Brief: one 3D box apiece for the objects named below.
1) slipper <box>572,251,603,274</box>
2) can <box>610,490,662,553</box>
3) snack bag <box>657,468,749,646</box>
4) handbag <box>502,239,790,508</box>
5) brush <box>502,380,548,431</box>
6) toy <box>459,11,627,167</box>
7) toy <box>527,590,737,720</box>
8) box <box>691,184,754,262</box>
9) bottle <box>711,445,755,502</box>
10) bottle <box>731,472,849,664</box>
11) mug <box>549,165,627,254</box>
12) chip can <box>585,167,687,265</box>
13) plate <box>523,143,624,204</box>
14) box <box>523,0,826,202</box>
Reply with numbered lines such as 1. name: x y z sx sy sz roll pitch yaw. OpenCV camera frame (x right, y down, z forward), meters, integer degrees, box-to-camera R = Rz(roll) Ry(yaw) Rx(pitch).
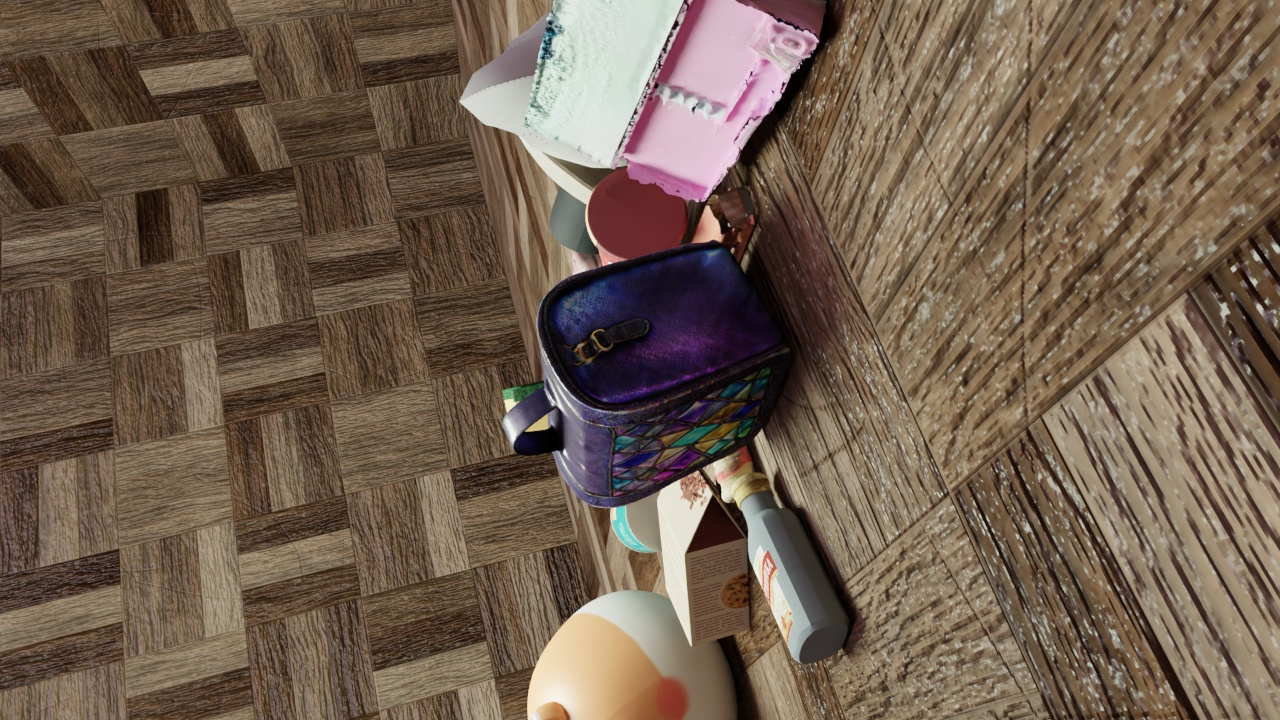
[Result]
1. slipper: -0.042 -0.095 1.157 0.114 0.054 0.274 50 -174 -25
2. can: 0.021 0.191 1.150 0.144 0.099 0.099 127 129 -75
3. snack bag: 0.067 0.199 1.008 0.094 0.070 0.207 -120 21 -57
4. handbag: -0.006 0.023 0.760 0.205 0.221 0.125 95 151 -62
5. brush: -0.074 0.054 1.214 0.250 0.195 0.075 171 86 -79
6. toy: -0.040 -0.236 0.803 0.268 0.246 0.141 -2 100 56
7. toy: -0.014 0.438 1.160 0.266 0.279 0.263 13 119 47
8. box: 0.059 -0.088 0.803 0.187 0.053 0.058 107 -179 -65
9. bottle: 0.081 0.081 0.881 0.044 0.044 0.109 103 151 -65
10. bottle: 0.121 0.167 0.776 0.072 0.046 0.161 90 163 -47
11. mug: -0.050 -0.190 1.094 0.121 0.085 0.095 -44 -16 -54
12. chip can: 0.000 -0.104 0.876 0.213 0.087 0.087 79 176 -79
13. plate: -0.059 -0.196 0.960 0.027 0.188 0.188 -52 36 20
14. box: 0.008 -0.190 0.625 0.231 0.159 0.035 131 154 -68
